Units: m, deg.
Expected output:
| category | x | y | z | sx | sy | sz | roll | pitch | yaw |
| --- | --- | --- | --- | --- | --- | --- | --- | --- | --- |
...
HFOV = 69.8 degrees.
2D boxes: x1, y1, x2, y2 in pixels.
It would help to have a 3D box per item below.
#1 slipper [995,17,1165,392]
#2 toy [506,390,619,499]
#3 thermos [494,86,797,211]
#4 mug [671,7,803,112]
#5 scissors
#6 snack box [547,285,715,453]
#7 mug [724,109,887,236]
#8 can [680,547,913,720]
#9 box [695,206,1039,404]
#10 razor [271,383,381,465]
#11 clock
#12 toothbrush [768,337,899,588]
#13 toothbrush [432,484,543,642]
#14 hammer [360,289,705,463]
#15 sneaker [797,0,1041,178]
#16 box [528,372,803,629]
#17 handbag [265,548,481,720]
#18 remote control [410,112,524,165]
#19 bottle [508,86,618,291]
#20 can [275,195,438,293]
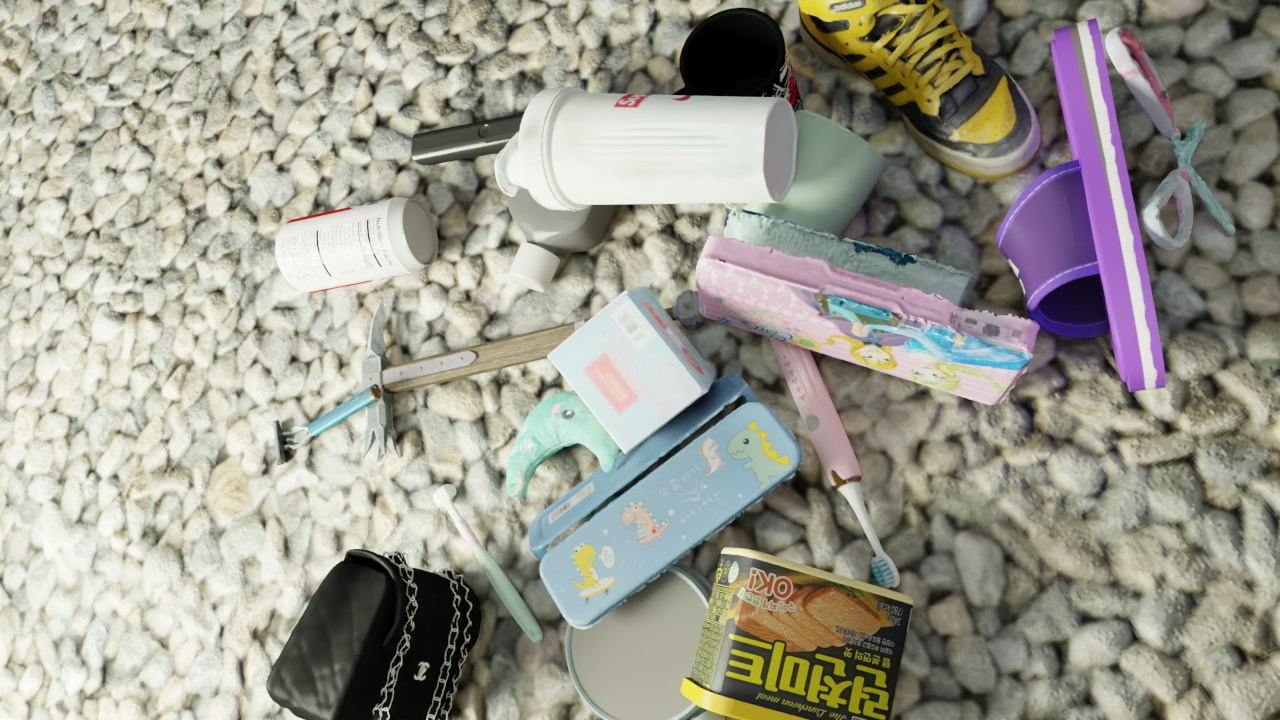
| category | x | y | z | sx | sy | sz | roll | pitch | yaw |
| --- | --- | --- | --- | --- | --- | --- | --- | --- | --- |
| slipper | 0.291 | -0.101 | 0.635 | 0.084 | 0.107 | 0.266 | -10 | 71 | 26 |
| toy | -0.063 | 0.062 | 0.735 | 0.105 | 0.033 | 0.085 | -19 | 51 | 24 |
| thermos | 0.004 | -0.159 | 0.691 | 0.221 | 0.099 | 0.099 | 7 | 77 | 27 |
| mug | 0.068 | -0.210 | 0.742 | 0.118 | 0.098 | 0.081 | -29 | 68 | 9 |
| scissors | 0.350 | -0.137 | 0.609 | 0.013 | 0.170 | 0.176 | -21 | 27 | 48 |
| snack box | -0.004 | 0.004 | 0.690 | 0.079 | 0.094 | 0.093 | -39 | 91 | 11 |
| mug | 0.114 | -0.134 | 0.708 | 0.111 | 0.084 | 0.104 | 32 | 97 | 2 |
| can | 0.105 | 0.189 | 0.608 | 0.130 | 0.073 | 0.101 | 18 | 77 | -8 |
| box | 0.158 | -0.043 | 0.655 | 0.230 | 0.085 | 0.070 | 18 | 66 | 12 |
| razor | -0.278 | 0.052 | 0.815 | 0.144 | 0.022 | 0.042 | -25 | 69 | 29 |
| clock | 0.008 | 0.219 | 0.669 | 0.123 | 0.045 | 0.159 | -12 | 70 | 16 |
| toothbrush | 0.141 | 0.061 | 0.678 | 0.027 | 0.026 | 0.222 | -45 | 57 | 48 |
| toothbrush | -0.124 | 0.164 | 0.746 | 0.022 | 0.015 | 0.154 | -42 | 67 | 5 |
| hammer | -0.098 | -0.015 | 0.781 | 0.317 | 0.028 | 0.147 | -12 | 72 | 15 |
| sneaker | 0.205 | -0.242 | 0.692 | 0.086 | 0.122 | 0.238 | -45 | 65 | 3 |
| box | 0.010 | 0.093 | 0.675 | 0.209 | 0.043 | 0.125 | -38 | 36 | 3 |
| handbag | -0.171 | 0.211 | 0.675 | 0.115 | 0.153 | 0.125 | 14 | 75 | 25 |
| remote control | -0.147 | -0.210 | 0.860 | 0.147 | 0.015 | 0.033 | -6 | 73 | 17 |
| bottle | -0.064 | -0.144 | 0.796 | 0.084 | 0.046 | 0.173 | 20 | 82 | 23 |
| can | -0.259 | -0.105 | 0.839 | 0.132 | 0.070 | 0.070 | -8 | 72 | 16 |
